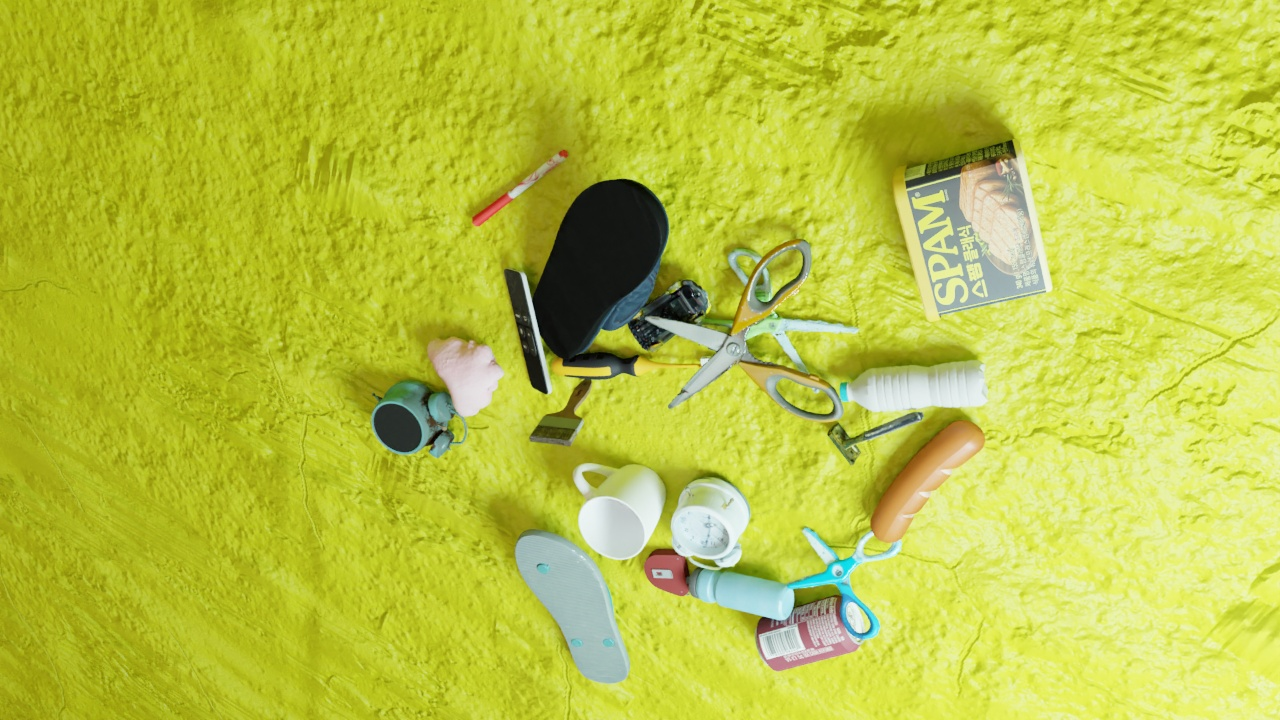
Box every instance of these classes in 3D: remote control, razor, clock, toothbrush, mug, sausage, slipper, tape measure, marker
[{"bbox_3d":[-0.127,-0.033,1.034,0.045,0.008,0.147,20,127,55],"label":"remote control"},{"bbox_3d":[0.238,0.071,0.917,0.042,0.026,0.106,54,138,-4],"label":"razor"},{"bbox_3d":[-0.273,0.076,1.131,0.124,0.053,0.090,12,117,14],"label":"clock"},{"bbox_3d":[-0.006,0.006,1.004,0.197,0.031,0.031,-1,116,19],"label":"toothbrush"},{"bbox_3d":[-0.028,0.156,1.044,0.114,0.087,0.081,46,121,-2],"label":"mug"},{"bbox_3d":[0.285,0.123,0.928,0.044,0.039,0.165,35,121,8],"label":"sausage"},{"bbox_3d":[-0.030,-0.098,0.940,0.109,0.083,0.266,55,145,12],"label":"slipper"},{"bbox_3d":[0.031,0.256,1.104,0.051,0.019,0.059,-4,111,24],"label":"tape measure"},{"bbox_3d":[0.077,0.189,1.035,0.083,0.056,0.118,11,124,17],"label":"clock"},{"bbox_3d":[-0.071,0.303,1.158,0.098,0.054,0.269,-10,119,23],"label":"slipper"},{"bbox_3d":[-0.130,-0.184,0.979,0.142,0.012,0.013,-30,99,30],"label":"marker"}]

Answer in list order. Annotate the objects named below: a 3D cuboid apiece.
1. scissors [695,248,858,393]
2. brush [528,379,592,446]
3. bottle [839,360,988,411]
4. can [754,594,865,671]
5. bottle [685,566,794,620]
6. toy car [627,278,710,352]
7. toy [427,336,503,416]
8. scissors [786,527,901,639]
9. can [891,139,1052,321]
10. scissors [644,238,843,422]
[{"bbox_3d":[0.134,-0.042,0.931,0.172,0.024,0.166,2,107,20],"label":"scissors"},{"bbox_3d":[-0.076,0.052,0.986,0.045,0.142,0.008,5,116,11],"label":"brush"},{"bbox_3d":[0.263,0.026,0.891,0.136,0.044,0.044,-5,110,24],"label":"bottle"},{"bbox_3d":[0.190,0.308,1.036,0.114,0.063,0.063,-27,100,30],"label":"can"},{"bbox_3d":[0.110,0.265,1.054,0.130,0.040,0.040,5,115,34],"label":"bottle"},{"bbox_3d":[0.030,-0.048,0.961,0.107,0.030,0.049,-32,91,37],"label":"toy car"},{"bbox_3d":[-0.202,0.011,1.073,0.093,0.050,0.102,-26,98,33],"label":"toy"},{"bbox_3d":[0.223,0.236,0.988,0.134,0.011,0.140,-21,71,18],"label":"scissors"},{"bbox_3d":[0.290,-0.114,0.801,0.104,0.075,0.135,-13,107,24],"label":"can"},{"bbox_3d":[0.119,-0.012,0.924,0.230,0.016,0.226,39,112,-5],"label":"scissors"}]
